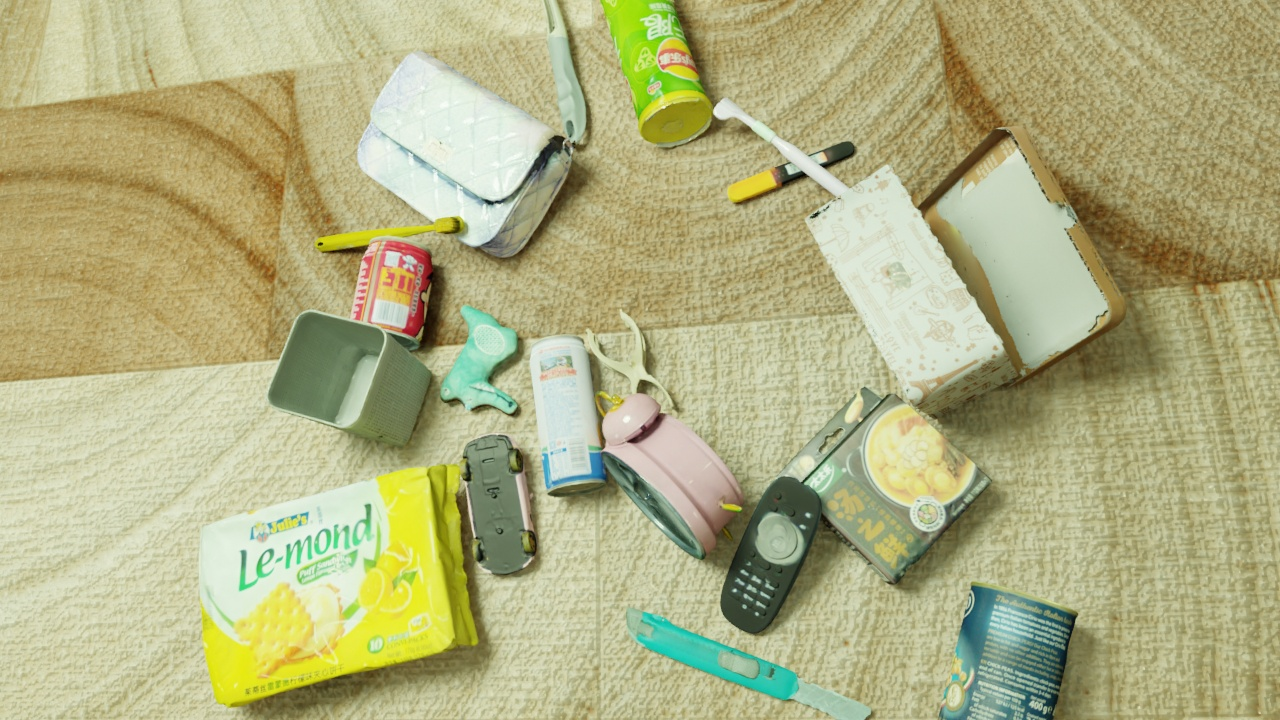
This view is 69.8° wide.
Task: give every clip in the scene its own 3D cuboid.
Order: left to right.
[{"bbox_3d":[0.003,-0.004,0.812,0.104,0.035,0.083,41,85,15],"label":"clip"}]

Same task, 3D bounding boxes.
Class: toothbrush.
[{"bbox_3d":[-0.243,-0.119,0.870,0.190,0.016,0.016,-2,96,31],"label":"toothbrush"},{"bbox_3d":[0.146,-0.176,0.828,0.189,0.021,0.029,39,51,9],"label":"toothbrush"}]

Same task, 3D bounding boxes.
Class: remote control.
[{"bbox_3d":[0.105,0.154,0.731,0.053,0.024,0.136,29,108,24],"label":"remote control"}]

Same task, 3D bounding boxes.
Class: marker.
[{"bbox_3d":[0.139,-0.174,0.846,0.124,0.015,0.018,-22,72,2],"label":"marker"}]

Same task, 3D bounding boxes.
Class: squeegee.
[{"bbox_3d":[-0.087,-0.327,0.916,0.247,0.039,0.246,-21,81,33],"label":"squeegee"}]

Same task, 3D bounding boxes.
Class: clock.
[{"bbox_3d":[0.015,0.085,0.741,0.158,0.117,0.059,42,75,17],"label":"clock"}]

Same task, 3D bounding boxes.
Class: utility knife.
[{"bbox_3d":[0.080,0.244,0.732,0.208,0.013,0.029,17,78,15],"label":"utility knife"}]

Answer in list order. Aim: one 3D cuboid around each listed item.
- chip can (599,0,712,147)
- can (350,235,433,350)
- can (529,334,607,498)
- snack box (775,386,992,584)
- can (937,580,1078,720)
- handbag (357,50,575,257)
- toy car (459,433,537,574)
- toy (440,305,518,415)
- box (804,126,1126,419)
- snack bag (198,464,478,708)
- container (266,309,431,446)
[{"bbox_3d":[0.005,-0.317,0.884,0.072,0.072,0.221,-18,70,5],"label":"chip can"},{"bbox_3d":[-0.232,-0.062,0.858,0.066,0.066,0.093,3,74,12],"label":"can"},{"bbox_3d":[-0.064,0.048,0.798,0.053,0.053,0.134,-12,72,7],"label":"can"},{"bbox_3d":[0.192,0.096,0.739,0.125,0.053,0.113,43,86,14],"label":"snack box"},{"bbox_3d":[0.266,0.226,0.667,0.075,0.075,0.111,15,78,15],"label":"can"},{"bbox_3d":[-0.170,-0.195,0.873,0.194,0.075,0.134,34,95,19],"label":"handbag"},{"bbox_3d":[-0.123,0.124,0.798,0.056,0.037,0.122,-11,84,10],"label":"toy car"},{"bbox_3d":[-0.144,0.007,0.841,0.096,0.030,0.092,30,86,10],"label":"toy"},{"bbox_3d":[0.262,-0.070,0.717,0.178,0.152,0.182,-32,69,20],"label":"box"},{"bbox_3d":[-0.260,0.194,0.787,0.246,0.068,0.158,-15,72,6],"label":"snack bag"},{"bbox_3d":[-0.250,0.021,0.811,0.090,0.114,0.090,14,77,15],"label":"container"}]
